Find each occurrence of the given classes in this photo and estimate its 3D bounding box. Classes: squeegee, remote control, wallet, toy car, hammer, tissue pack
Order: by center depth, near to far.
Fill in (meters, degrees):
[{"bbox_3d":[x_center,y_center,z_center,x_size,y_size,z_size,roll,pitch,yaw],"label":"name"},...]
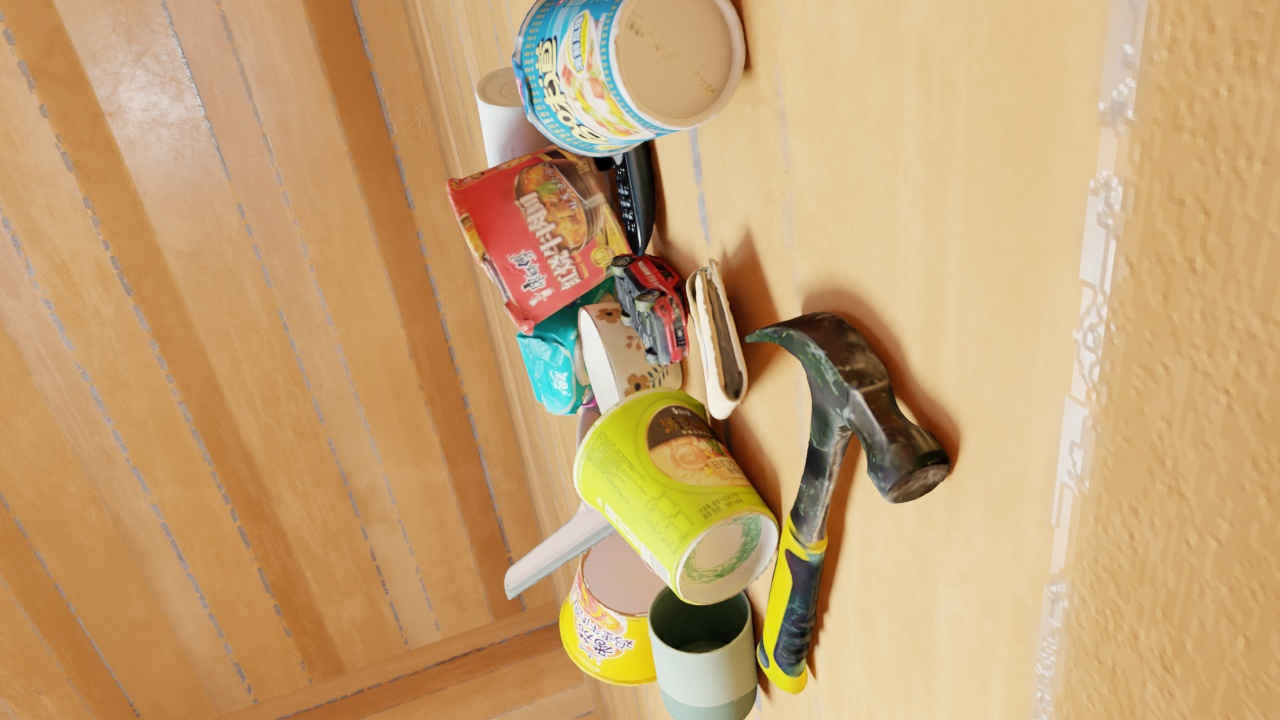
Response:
[{"bbox_3d":[0.091,0.100,0.510,0.324,0.032,0.126,88,161,-49],"label":"hammer"},{"bbox_3d":[0.044,-0.012,0.550,0.115,0.024,0.087,68,-166,-82],"label":"wallet"},{"bbox_3d":[-0.007,-0.141,0.641,0.053,0.024,0.136,-128,26,-69],"label":"remote control"},{"bbox_3d":[0.010,-0.041,0.649,0.120,0.045,0.053,-117,13,-59],"label":"toy car"},{"bbox_3d":[-0.057,-0.027,0.827,0.093,0.050,0.133,80,-151,-46],"label":"tissue pack"},{"bbox_3d":[-0.042,0.064,0.859,0.040,0.248,0.249,38,-150,-25],"label":"squeegee"}]

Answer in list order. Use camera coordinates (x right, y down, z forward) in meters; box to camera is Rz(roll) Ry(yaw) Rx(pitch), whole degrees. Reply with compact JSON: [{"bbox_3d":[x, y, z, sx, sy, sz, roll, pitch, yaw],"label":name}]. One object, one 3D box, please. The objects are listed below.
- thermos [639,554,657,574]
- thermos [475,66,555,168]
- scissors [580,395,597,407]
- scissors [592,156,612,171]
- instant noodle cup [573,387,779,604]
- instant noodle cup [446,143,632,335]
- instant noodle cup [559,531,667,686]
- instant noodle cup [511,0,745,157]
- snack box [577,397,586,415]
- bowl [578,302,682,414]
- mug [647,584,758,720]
[{"bbox_3d":[-0.006,0.123,0.845,0.067,0.087,0.198,49,179,-30],"label":"thermos"},{"bbox_3d":[-0.100,-0.149,0.824,0.221,0.070,0.070,88,161,-47],"label":"thermos"},{"bbox_3d":[-0.036,-0.007,0.882,0.017,0.056,0.133,63,-161,-45],"label":"scissors"},{"bbox_3d":[-0.037,-0.187,0.632,0.229,0.022,0.190,-106,-2,-54],"label":"scissors"},{"bbox_3d":[0.030,0.097,0.627,0.123,0.111,0.112,47,152,46],"label":"instant noodle cup"},{"bbox_3d":[-0.074,-0.106,0.730,0.138,0.108,0.138,63,-178,-4],"label":"instant noodle cup"},{"bbox_3d":[-0.011,0.238,0.921,0.110,0.138,0.138,97,155,-44],"label":"instant noodle cup"},{"bbox_3d":[-0.003,-0.153,0.470,0.110,0.099,0.099,28,134,62],"label":"instant noodle cup"},{"bbox_3d":[-0.051,0.066,1.104,0.157,0.026,0.085,-119,17,-47],"label":"snack box"},{"bbox_3d":[-0.004,0.004,0.734,0.113,0.062,0.113,163,91,-79],"label":"bowl"},{"bbox_3d":[0.055,0.233,0.754,0.111,0.082,0.106,-71,-24,-54],"label":"mug"}]
